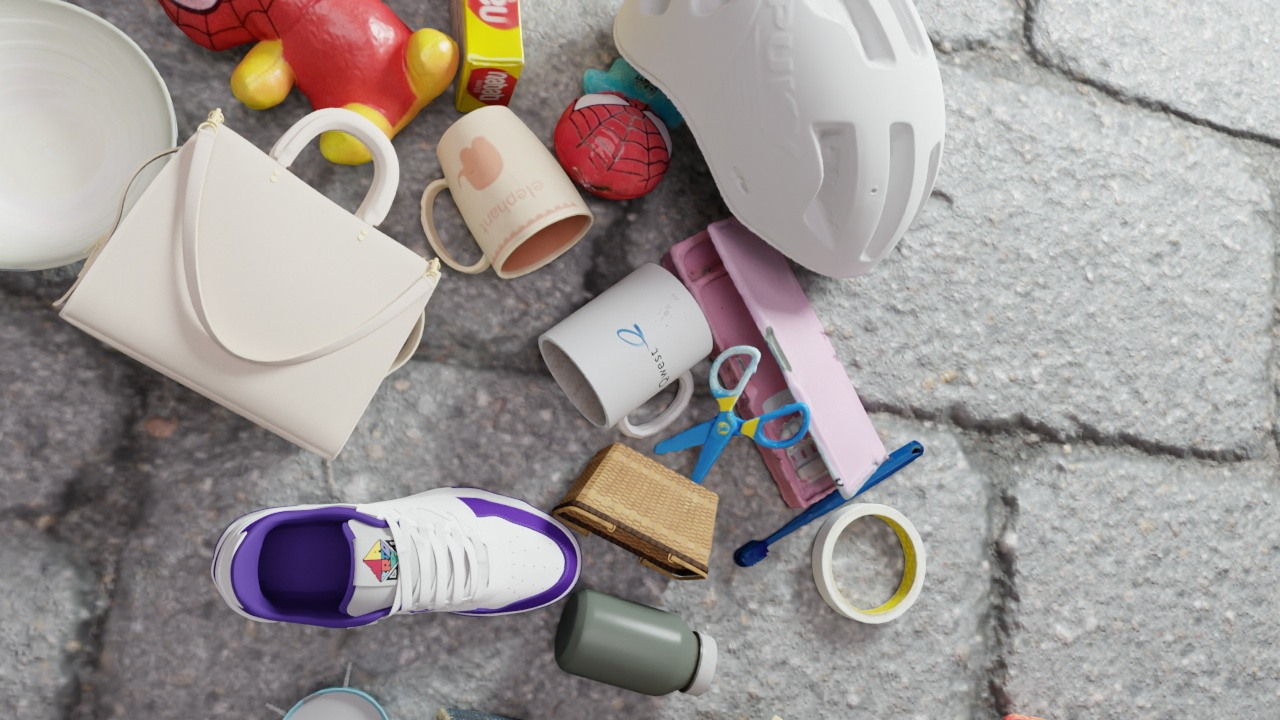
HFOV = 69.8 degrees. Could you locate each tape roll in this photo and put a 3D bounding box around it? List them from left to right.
[{"bbox_3d":[0.184,0.163,0.739,0.094,0.019,0.094,2,83,-16],"label":"tape roll"}]

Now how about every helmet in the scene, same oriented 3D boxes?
[{"bbox_3d":[0.120,-0.196,0.683,0.223,0.184,0.282,-32,104,-42],"label":"helmet"}]

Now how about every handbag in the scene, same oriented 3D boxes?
[{"bbox_3d":[-0.221,-0.067,0.581,0.194,0.101,0.197,35,81,-28],"label":"handbag"}]

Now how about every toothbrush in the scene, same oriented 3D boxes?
[{"bbox_3d":[0.155,0.114,0.738,0.189,0.017,0.016,-28,92,-18],"label":"toothbrush"}]

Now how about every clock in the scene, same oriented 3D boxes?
[{"bbox_3d":[-0.193,0.269,0.601,0.087,0.042,0.123,-24,88,-18],"label":"clock"}]

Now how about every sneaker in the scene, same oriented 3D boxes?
[{"bbox_3d":[-0.151,0.128,0.595,0.244,0.111,0.091,2,82,-16],"label":"sneaker"}]

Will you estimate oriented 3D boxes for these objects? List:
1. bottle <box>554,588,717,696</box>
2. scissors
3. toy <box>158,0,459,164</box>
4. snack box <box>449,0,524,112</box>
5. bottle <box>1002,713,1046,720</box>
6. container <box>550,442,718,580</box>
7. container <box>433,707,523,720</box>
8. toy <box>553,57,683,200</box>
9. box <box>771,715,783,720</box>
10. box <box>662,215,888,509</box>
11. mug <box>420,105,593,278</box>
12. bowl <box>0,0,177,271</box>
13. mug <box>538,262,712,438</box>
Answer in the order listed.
[{"bbox_3d":[-0.003,0.205,0.656,0.108,0.060,0.060,20,77,-13],"label":"bottle"},{"bbox_3d":[0.058,0.042,0.683,0.131,0.018,0.109,-22,90,22],"label":"scissors"},{"bbox_3d":[-0.235,-0.240,0.626,0.216,0.099,0.147,44,76,-8],"label":"toy"},{"bbox_3d":[-0.118,-0.293,0.671,0.042,0.092,0.200,-3,84,-17],"label":"snack box"},{"bbox_3d":[0.310,0.356,0.735,0.071,0.048,0.134,13,79,-15],"label":"bottle"},{"bbox_3d":[0.001,0.110,0.672,0.114,0.063,0.061,29,68,-11],"label":"container"},{"bbox_3d":[-0.103,0.328,0.566,0.071,0.145,0.187,15,79,-18],"label":"container"},{"bbox_3d":[-0.014,-0.180,0.706,0.092,0.062,0.132,28,64,-19],"label":"toy"},{"bbox_3d":[0.057,0.326,0.557,0.180,0.248,0.142,-38,77,24],"label":"box"},{"bbox_3d":[0.115,-0.006,0.709,0.099,0.080,0.232,-26,90,-17],"label":"box"},{"bbox_3d":[-0.107,-0.116,0.664,0.111,0.085,0.104,-33,83,11],"label":"mug"},{"bbox_3d":[-0.388,-0.138,0.588,0.176,0.058,0.176,2,82,-16],"label":"bowl"},{"bbox_3d":[-0.004,0.004,0.679,0.096,0.083,0.120,-36,121,-18],"label":"mug"}]
